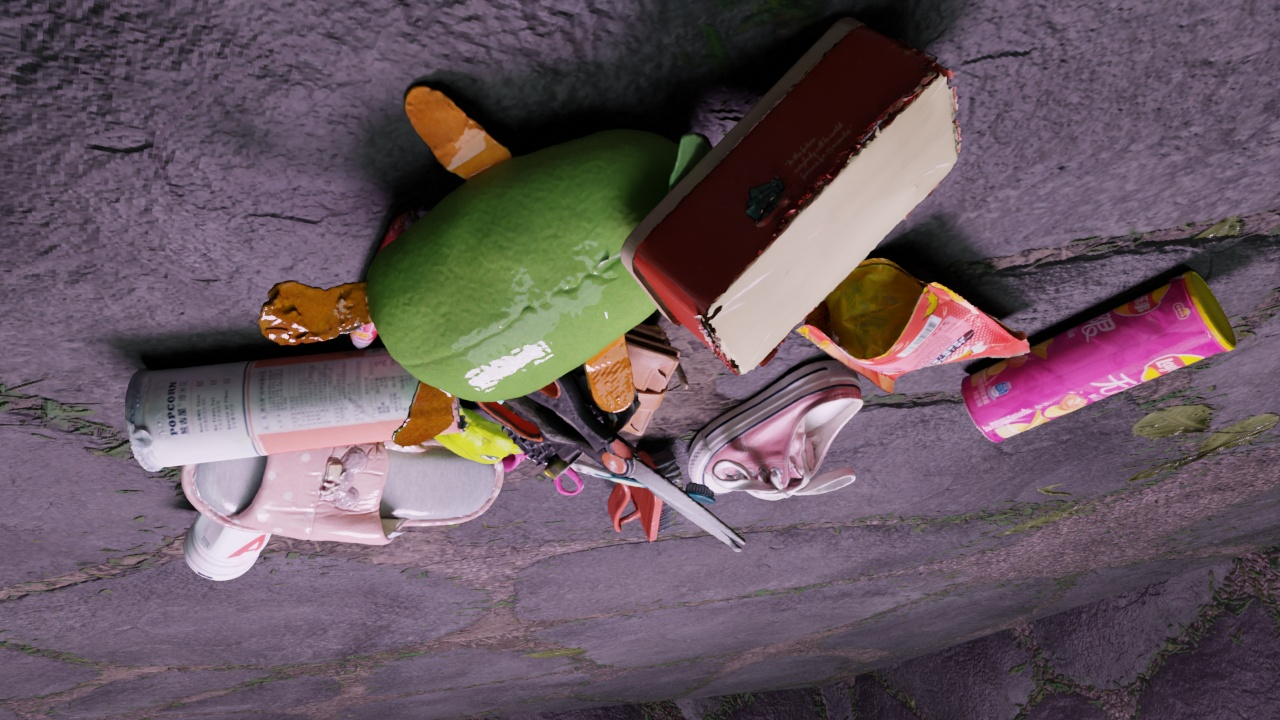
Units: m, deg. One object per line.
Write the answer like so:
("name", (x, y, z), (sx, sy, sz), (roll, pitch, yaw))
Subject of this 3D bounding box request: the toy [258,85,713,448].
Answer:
("toy", (-0.066, -0.045, 0.504), (0.247, 0.090, 0.227), (-28, 128, 6))

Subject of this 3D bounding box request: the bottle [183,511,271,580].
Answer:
("bottle", (-0.352, 0.133, 0.814), (0.068, 0.068, 0.198), (9, 145, -33))

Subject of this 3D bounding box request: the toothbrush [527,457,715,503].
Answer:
("toothbrush", (-0.021, 0.107, 0.872), (0.191, 0.018, 0.016), (15, 149, -1))

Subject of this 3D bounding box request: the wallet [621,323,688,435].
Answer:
("wallet", (-0.027, 0.009, 0.689), (0.119, 0.035, 0.131), (20, 149, -1))

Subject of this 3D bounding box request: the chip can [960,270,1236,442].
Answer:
("chip can", (0.393, 0.003, 0.805), (0.071, 0.071, 0.211), (16, 144, -41))

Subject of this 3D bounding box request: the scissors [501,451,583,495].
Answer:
("scissors", (-0.090, 0.080, 0.834), (0.125, 0.017, 0.133), (8, 138, 10))

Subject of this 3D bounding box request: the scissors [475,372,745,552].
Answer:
("scissors", (-0.023, 0.049, 0.602), (0.235, 0.021, 0.137), (20, 133, 23))

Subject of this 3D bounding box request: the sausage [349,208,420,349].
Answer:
("sausage", (-0.162, -0.047, 0.575), (0.020, 0.020, 0.156), (5, 150, -28))

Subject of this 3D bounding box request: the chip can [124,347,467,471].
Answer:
("chip can", (-0.234, 0.029, 0.644), (0.214, 0.071, 0.071), (-6, 153, -8))

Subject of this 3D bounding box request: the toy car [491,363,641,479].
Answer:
("toy car", (-0.052, 0.035, 0.659), (0.070, 0.042, 0.159), (47, 140, -6))

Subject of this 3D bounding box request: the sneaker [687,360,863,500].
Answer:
("sneaker", (0.124, 0.089, 0.864), (0.118, 0.087, 0.242), (6, 149, -29))

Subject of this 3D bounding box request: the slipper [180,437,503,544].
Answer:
("slipper", (-0.229, 0.100, 0.754), (0.274, 0.054, 0.114), (12, 103, -40))

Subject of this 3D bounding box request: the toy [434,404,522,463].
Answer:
("toy", (-0.148, 0.054, 0.746), (0.097, 0.031, 0.100), (6, 152, 25))

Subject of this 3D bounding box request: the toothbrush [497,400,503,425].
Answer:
("toothbrush", (-0.112, 0.011, 0.698), (0.027, 0.026, 0.225), (25, 157, 14))

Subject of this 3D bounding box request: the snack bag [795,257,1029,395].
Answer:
("snack bag", (0.215, -0.017, 0.723), (0.129, 0.073, 0.207), (-22, 156, 32))

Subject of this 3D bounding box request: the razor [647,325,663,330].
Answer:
("razor", (-0.004, 0.004, 0.719), (0.043, 0.028, 0.133), (22, 147, -4))

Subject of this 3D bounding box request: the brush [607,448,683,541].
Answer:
("brush", (0.002, 0.138, 0.947), (0.069, 0.063, 0.146), (-18, 154, -13))

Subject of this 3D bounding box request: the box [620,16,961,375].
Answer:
("box", (0.084, -0.074, 0.457), (0.168, 0.079, 0.091), (-46, 149, -1))
